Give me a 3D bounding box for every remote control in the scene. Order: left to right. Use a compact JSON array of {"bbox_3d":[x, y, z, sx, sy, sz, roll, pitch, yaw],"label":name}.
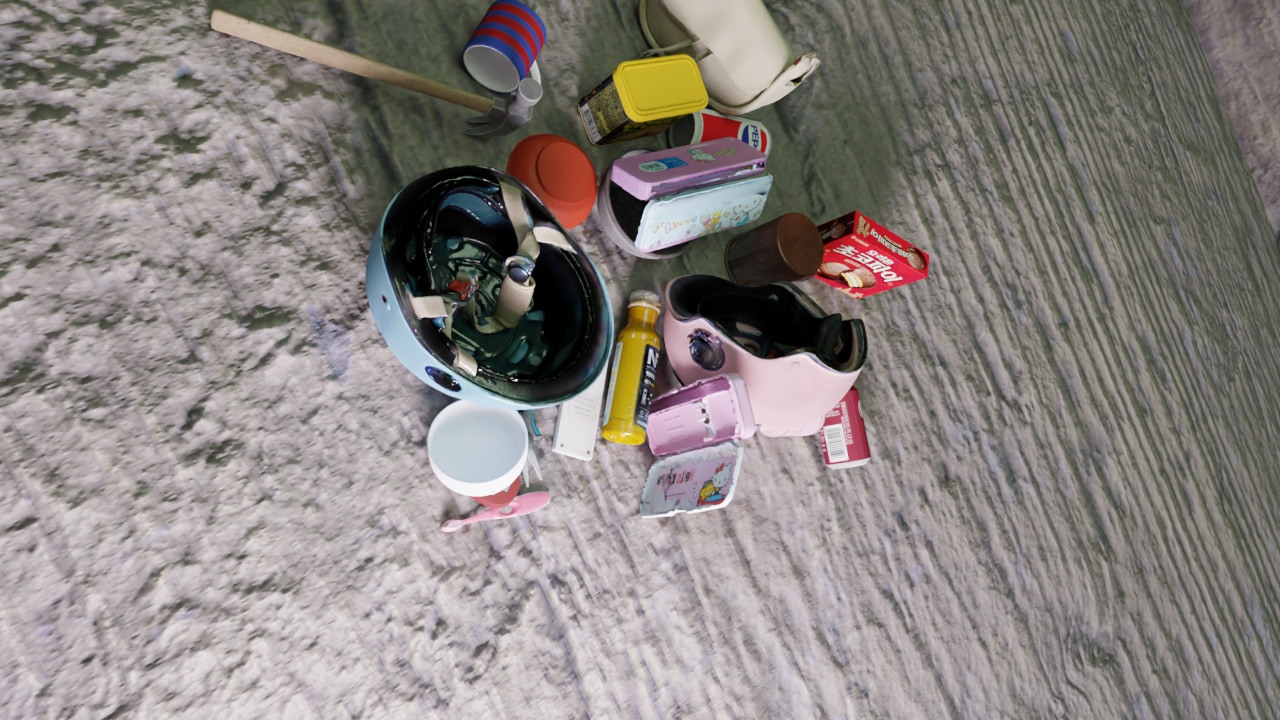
[{"bbox_3d":[-0.070,0.047,1.084,0.050,0.011,0.135,20,69,-30],"label":"remote control"}]

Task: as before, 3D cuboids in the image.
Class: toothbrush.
[{"bbox_3d":[-0.153,0.164,0.998,0.134,0.016,0.021,-12,82,-36],"label":"toothbrush"}]

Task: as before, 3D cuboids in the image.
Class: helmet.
[{"bbox_3d":[-0.158,-0.059,0.946,0.265,0.167,0.224,43,58,-10],"label":"helmet"},{"bbox_3d":[0.138,-0.008,1.129,0.255,0.153,0.229,25,30,16],"label":"helmet"}]

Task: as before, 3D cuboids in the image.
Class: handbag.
[{"bbox_3d":[0.098,-0.419,1.184,0.131,0.185,0.229,-33,90,-36],"label":"handbag"}]

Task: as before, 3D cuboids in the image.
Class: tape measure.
[{"bbox_3d":[-0.155,0.129,0.992,0.051,0.019,0.058,30,55,-9],"label":"tape measure"}]

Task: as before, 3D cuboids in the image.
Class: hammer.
[{"bbox_3d":[-0.276,-0.304,0.972,0.330,0.120,0.030,11,73,-23],"label":"hammer"}]

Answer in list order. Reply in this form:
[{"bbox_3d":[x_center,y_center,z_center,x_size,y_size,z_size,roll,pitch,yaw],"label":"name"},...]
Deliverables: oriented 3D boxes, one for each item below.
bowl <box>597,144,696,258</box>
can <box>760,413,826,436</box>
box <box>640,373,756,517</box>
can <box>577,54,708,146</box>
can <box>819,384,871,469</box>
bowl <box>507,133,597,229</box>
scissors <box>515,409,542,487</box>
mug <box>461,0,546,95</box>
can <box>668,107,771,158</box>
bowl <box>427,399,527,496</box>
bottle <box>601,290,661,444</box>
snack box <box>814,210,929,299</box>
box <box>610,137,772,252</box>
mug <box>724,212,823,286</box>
[{"bbox_3d":[0.000,-0.190,1.150,0.144,0.067,0.144,8,75,-33],"label":"bowl"},{"bbox_3d":[0.199,0.068,1.233,0.076,0.067,0.067,2,79,-35],"label":"can"},{"bbox_3d":[0.062,0.101,1.046,0.058,0.202,0.155,6,76,-26],"label":"box"},{"bbox_3d":[0.001,-0.326,1.159,0.130,0.101,0.072,-21,92,-36],"label":"can"},{"bbox_3d":[0.282,0.092,1.287,0.063,0.063,0.114,-6,83,-36],"label":"can"},{"bbox_3d":[-0.098,-0.221,1.108,0.121,0.035,0.122,8,75,-33],"label":"bowl"},{"bbox_3d":[-0.140,0.059,1.028,0.150,0.019,0.120,46,55,-20],"label":"scissors"},{"bbox_3d":[-0.151,-0.357,1.087,0.112,0.075,0.076,52,52,-46],"label":"mug"},{"bbox_3d":[0.109,-0.302,1.248,0.132,0.070,0.070,2,78,-35],"label":"can"},{"bbox_3d":[-0.170,0.095,0.963,0.105,0.054,0.104,4,53,-5],"label":"bowl"},{"bbox_3d":[-0.007,0.006,1.111,0.053,0.053,0.185,21,69,-30],"label":"bottle"},{"bbox_3d":[0.309,-0.147,1.315,0.152,0.133,0.035,23,67,-29],"label":"snack box"},{"bbox_3d":[0.063,-0.204,1.134,0.213,0.090,0.093,-21,135,-36],"label":"box"},{"bbox_3d":[0.195,-0.139,1.252,0.123,0.110,0.096,20,74,-30],"label":"mug"}]
